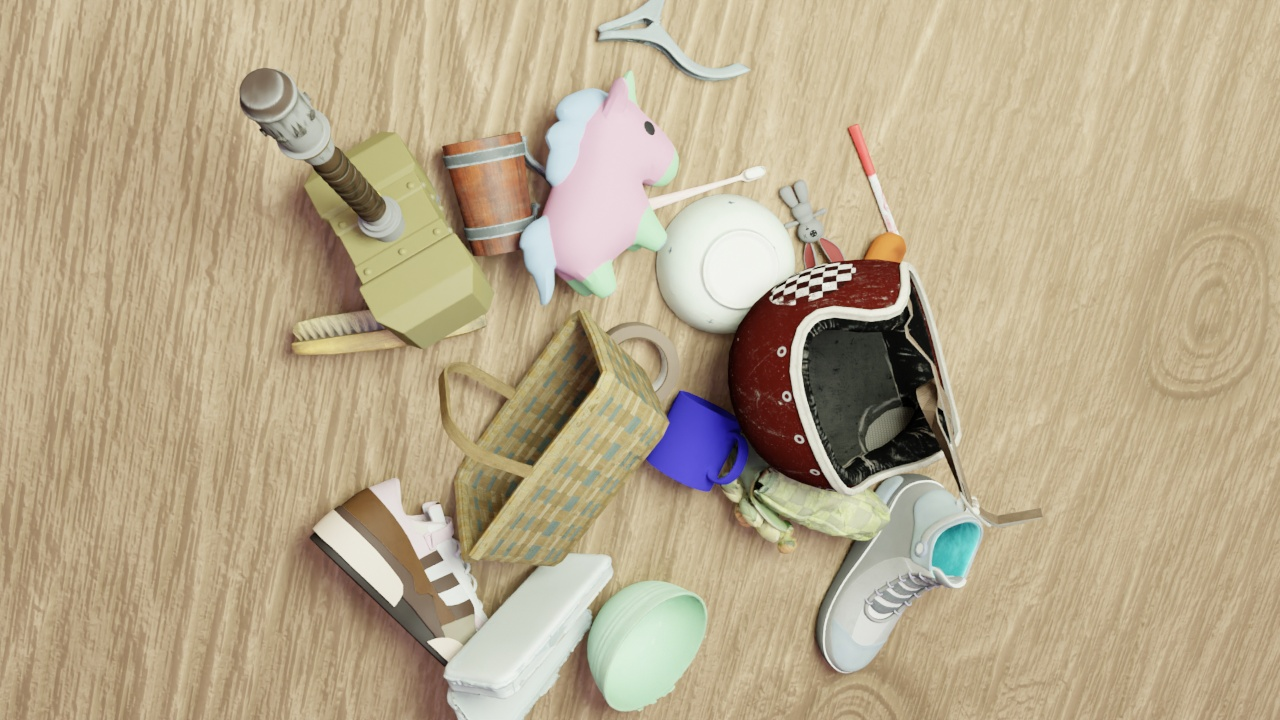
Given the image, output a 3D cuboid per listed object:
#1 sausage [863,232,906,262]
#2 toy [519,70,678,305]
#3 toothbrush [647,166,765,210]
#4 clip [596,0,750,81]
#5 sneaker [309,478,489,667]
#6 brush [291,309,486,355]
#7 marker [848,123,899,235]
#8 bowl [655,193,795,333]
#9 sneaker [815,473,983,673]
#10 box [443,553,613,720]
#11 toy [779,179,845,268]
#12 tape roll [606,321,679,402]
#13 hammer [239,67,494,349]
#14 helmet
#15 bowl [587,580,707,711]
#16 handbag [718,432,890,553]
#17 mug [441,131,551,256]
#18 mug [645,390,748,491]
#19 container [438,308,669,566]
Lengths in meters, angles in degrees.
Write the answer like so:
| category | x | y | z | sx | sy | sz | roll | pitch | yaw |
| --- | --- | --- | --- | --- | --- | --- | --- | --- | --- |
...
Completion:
| category | x | y | z | sx | sy | sz | roll | pitch | yaw |
| --- | --- | --- | --- | --- | --- | --- | --- | --- | --- |
| sausage | 0.254 | -0.064 | 1.026 | 0.039 | 0.044 | 0.164 | 11 | 100 | -37 |
| toy | -0.050 | -0.167 | 0.910 | 0.221 | 0.120 | 0.171 | -44 | 114 | -17 |
| toothbrush | 0.048 | -0.179 | 0.984 | 0.181 | 0.018 | 0.016 | -17 | 96 | -5 |
| clip | 0.058 | -0.336 | 0.951 | 0.169 | 0.031 | 0.164 | -40 | 103 | 0 |
| sneaker | -0.212 | 0.244 | 0.991 | 0.116 | 0.112 | 0.294 | -47 | 107 | -22 |
| brush | -0.257 | -0.034 | 0.940 | 0.195 | 0.059 | 0.043 | -9 | 93 | -10 |
| marker | 0.262 | -0.195 | 1.019 | 0.013 | 0.013 | 0.142 | -26 | 104 | -4 |
| bowl | 0.098 | -0.099 | 0.979 | 0.153 | 0.073 | 0.153 | -2 | 102 | -10 |
| sneaker | 0.295 | 0.261 | 1.036 | 0.093 | 0.160 | 0.257 | 22 | 95 | -13 |
| box | -0.098 | 0.289 | 0.950 | 0.106 | 0.210 | 0.130 | -15 | 113 | 39 |
| toy | 0.186 | -0.143 | 1.007 | 0.049 | 0.030 | 0.112 | -20 | 102 | 24 |
| tape roll | -0.006 | 0.006 | 1.003 | 0.093 | 0.030 | 0.094 | -2 | 101 | -9 |
| hammer | -0.239 | -0.142 | 0.766 | 0.100 | 0.325 | 0.190 | -31 | 76 | -3 |
| helmet | 0.216 | 0.021 | 0.899 | 0.254 | 0.233 | 0.233 | -15 | 123 | 23 |
| bowl | -0.003 | 0.306 | 1.025 | 0.150 | 0.077 | 0.151 | -23 | 127 | -34 |
| handbag | 0.175 | 0.158 | 1.023 | 0.186 | 0.113 | 0.117 | 27 | 103 | -14 |
| mug | -0.134 | -0.172 | 0.932 | 0.117 | 0.081 | 0.111 | -20 | 108 | -30 |
| mug | 0.069 | 0.094 | 0.993 | 0.079 | 0.111 | 0.083 | 21 | 97 | -45 |
| container | -0.115 | 0.072 | 0.915 | 0.186 | 0.157 | 0.250 | 29 | 109 | -27 |
